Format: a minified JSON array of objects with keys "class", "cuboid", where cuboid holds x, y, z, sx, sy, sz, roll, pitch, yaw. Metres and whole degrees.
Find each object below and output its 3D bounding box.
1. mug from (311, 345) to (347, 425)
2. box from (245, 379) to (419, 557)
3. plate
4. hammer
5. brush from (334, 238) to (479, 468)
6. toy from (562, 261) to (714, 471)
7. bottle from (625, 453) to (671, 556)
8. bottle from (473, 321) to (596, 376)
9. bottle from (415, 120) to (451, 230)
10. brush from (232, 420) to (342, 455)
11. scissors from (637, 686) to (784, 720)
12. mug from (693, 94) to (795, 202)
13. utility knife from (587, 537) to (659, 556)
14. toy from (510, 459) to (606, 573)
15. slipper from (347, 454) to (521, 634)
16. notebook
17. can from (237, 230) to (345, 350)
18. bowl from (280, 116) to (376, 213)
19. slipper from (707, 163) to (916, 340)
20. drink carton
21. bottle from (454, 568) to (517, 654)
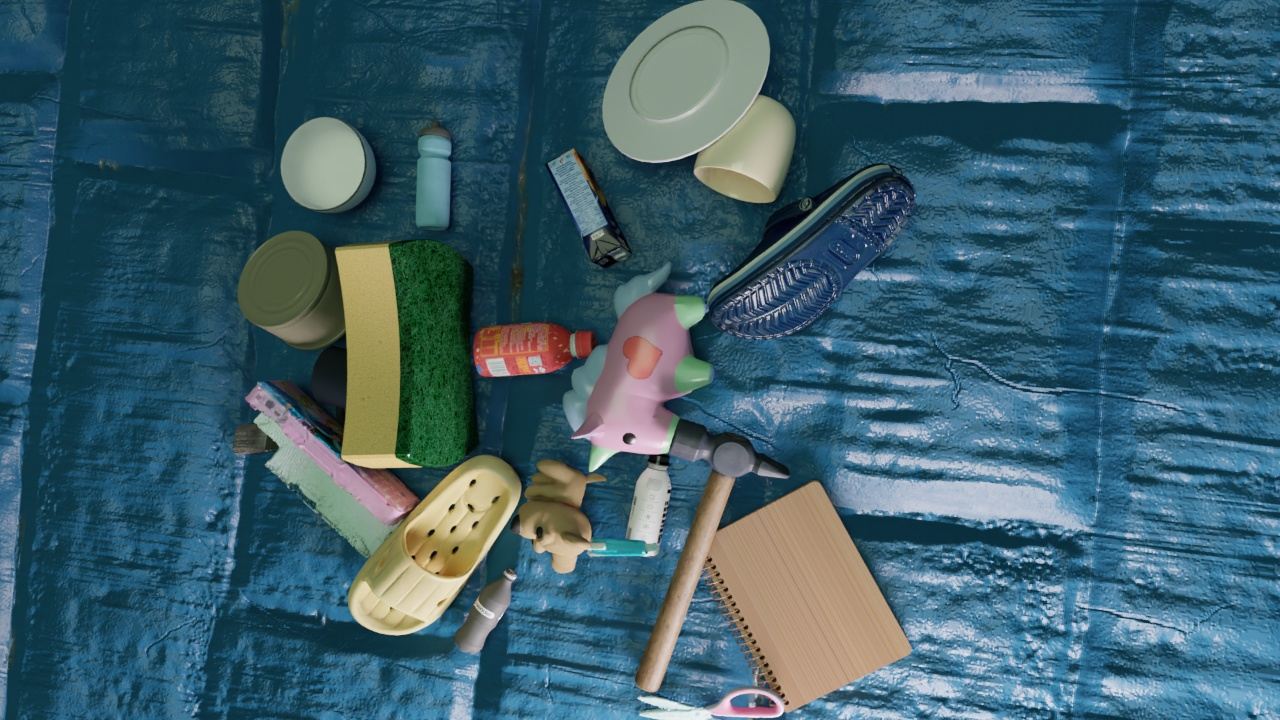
[{"class":"mug","cuboid":[-0.344,0.039,1.115,0.077,0.071,0.105,11,118,11]},{"class":"box","cuboid":[-0.386,0.135,1.096,0.230,0.086,0.105,41,92,4]},{"class":"plate","cuboid":[0.043,-0.315,1.015,0.209,0.015,0.208,-13,63,27]},{"class":"hammer","cuboid":[0.055,0.228,1.012,0.129,0.040,0.322,18,105,0]},{"class":"brush","cuboid":[-0.255,-0.006,1.026,0.075,0.195,0.250,-2,88,11]},{"class":"toy","cuboid":[-0.006,0.006,1.026,0.171,0.120,0.222,-7,88,1]},{"class":"bottle","cuboid":[0.011,0.163,1.048,0.041,0.041,0.116,12,91,11]},{"class":"bottle","cuboid":[-0.121,-0.014,1.068,0.138,0.062,0.062,-3,88,11]},{"class":"bottle","cuboid":[-0.250,-0.225,1.109,0.040,0.040,0.130,1,89,11]},{"class":"brush","cuboid":[-0.446,0.094,1.156,0.151,0.012,0.039,-6,87,11]},{"class":"scissors","cuboid":[0.078,0.415,1.038,0.179,0.016,0.105,-8,108,17]},{"class":"mug","cuboid":[0.112,-0.240,1.014,0.120,0.096,0.099,14,82,49]},{"class":"utility knife","cuboid":[-0.021,0.212,1.032,0.124,0.015,0.022,-10,74,49]},{"class":"toy","cuboid":[-0.093,0.174,1.048,0.105,0.134,0.108,9,63,-10]},{"class":"slipper","cuboid":[-0.235,0.227,1.067,0.111,0.079,0.261,39,93,-17]},{"class":"notebook","cuboid":[0.174,0.264,1.023,0.169,0.022,0.210,-29,84,9]},{"class":"can","cuboid":[-0.407,-0.084,1.101,0.128,0.073,0.127,-7,69,17]},{"class":"bowl","cuboid":[-0.373,-0.234,1.122,0.113,0.063,0.113,0,89,11]},{"class":"slipper","cuboid":[0.182,-0.120,0.997,0.253,0.105,0.095,-39,43,20]},{"class":"drink carton","cuboid":[-0.059,-0.173,1.057,0.040,0.064,0.130,-27,84,10]},{"class":"bottle","cuboid":[-0.181,0.295,1.087,0.036,0.036,0.110,33,95,10]}]
